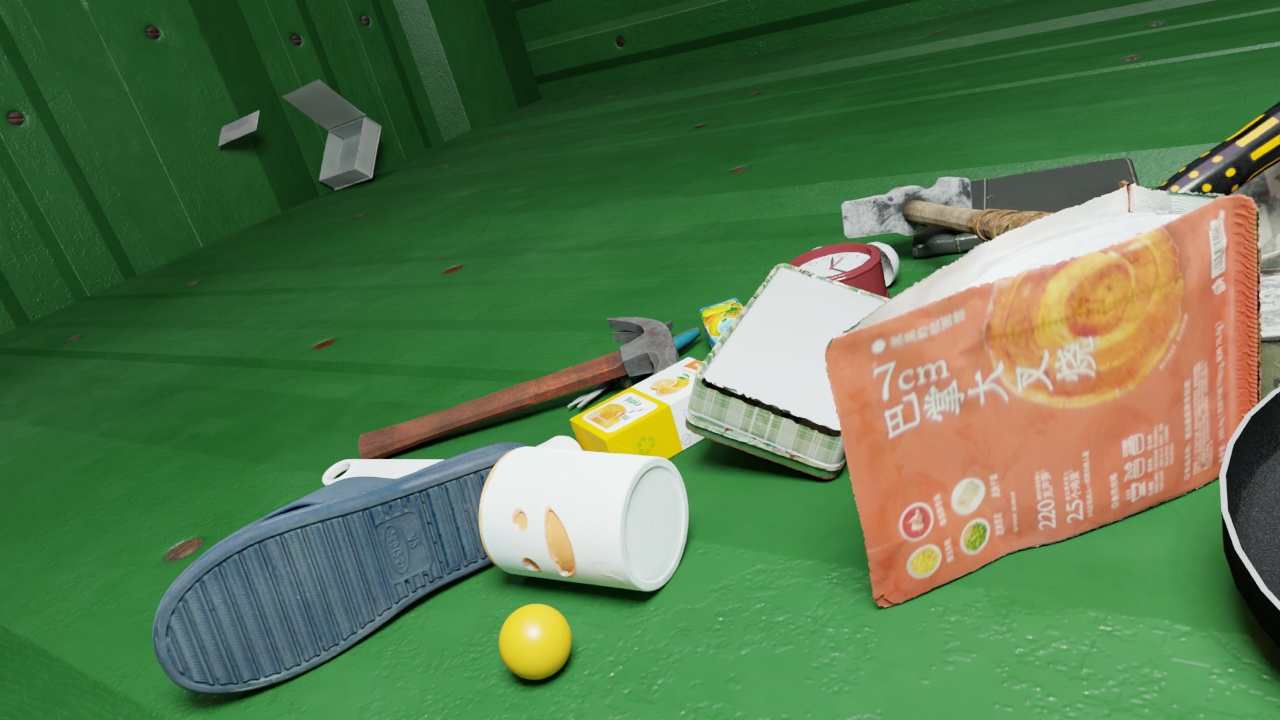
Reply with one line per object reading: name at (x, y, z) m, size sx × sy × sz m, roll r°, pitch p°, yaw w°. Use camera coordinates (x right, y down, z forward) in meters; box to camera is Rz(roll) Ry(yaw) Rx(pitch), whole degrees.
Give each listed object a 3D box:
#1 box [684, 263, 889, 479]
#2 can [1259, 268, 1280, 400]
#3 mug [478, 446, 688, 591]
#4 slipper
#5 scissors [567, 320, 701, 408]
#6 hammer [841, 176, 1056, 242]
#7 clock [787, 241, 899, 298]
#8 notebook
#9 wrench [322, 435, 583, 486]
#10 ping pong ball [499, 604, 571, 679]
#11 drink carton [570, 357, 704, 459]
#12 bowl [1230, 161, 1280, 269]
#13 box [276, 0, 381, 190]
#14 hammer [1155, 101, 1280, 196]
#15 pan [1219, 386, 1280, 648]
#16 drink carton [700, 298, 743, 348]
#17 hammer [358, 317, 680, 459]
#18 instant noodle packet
box at (0.121, 0.001, 0.682) m, size 0.118 × 0.050 × 0.204 m, roll 21°, pitch 37°, yaw 13°
can at (0.363, -0.001, 0.530) m, size 0.090 × 0.075 × 0.089 m, roll -16°, pitch 22°, yaw 6°
mug at (-0.035, 0.097, 0.571) m, size 0.105 × 0.082 × 0.082 m, roll 0°, pitch 28°, yaw 33°
slipper at (-0.186, 0.119, 0.610) m, size 0.263 × 0.101 × 0.082 m, roll -23°, pitch 24°, yaw -23°
scissors at (-0.006, 0.001, 0.852) m, size 0.126 × 0.019 × 0.144 m, roll -11°, pitch 29°, yaw 13°
hammer at (0.270, -0.116, 0.760) m, size 0.121 × 0.049 × 0.318 m, roll -10°, pitch 14°, yaw -3°
clock at (0.185, -0.076, 0.859) m, size 0.096 × 0.048 × 0.137 m, roll -1°, pitch 29°, yaw 33°
notebook at (0.389, -0.157, 0.931) m, size 0.209 × 0.029 × 0.169 m, roll -3°, pitch 28°, yaw 24°
wrench at (-0.162, 0.092, 0.749) m, size 0.274 × 0.018 × 0.066 m, roll -5°, pitch 35°, yaw 31°
ping pong ball at (-0.058, 0.155, 0.507) m, size 0.040 × 0.040 × 0.040 m, roll -14°, pitch 23°, yaw 6°
drink carton at (0.015, 0.043, 0.714) m, size 0.122 × 0.040 × 0.058 m, roll -27°, pitch 25°, yaw -23°
bowl at (0.431, -0.080, 0.641) m, size 0.178 × 0.081 × 0.178 m, roll -33°, pitch 14°, yaw 9°
box at (-0.853, -0.731, 2.480) m, size 0.167 × 0.513 × 0.172 m, roll -8°, pitch 21°, yaw 34°
hammer at (0.330, -0.078, 0.648) m, size 0.321 × 0.036 × 0.123 m, roll -36°, pitch 14°, yaw 11°
pan at (0.363, 0.022, 0.406) m, size 0.204 × 0.044 × 0.354 m, roll -2°, pitch 41°, yaw 23°
drink carton at (0.086, -0.017, 0.805) m, size 0.044 × 0.039 × 0.128 m, roll -18°, pitch 23°, yaw -2°
hammer at (-0.111, 0.033, 0.820) m, size 0.301 × 0.028 × 0.111 m, roll -19°, pitch 35°, yaw 6°
instant noodle packet at (0.203, 0.023, 0.472) m, size 0.220 × 0.164 × 0.084 m, roll -24°, pitch 25°, yaw -14°
